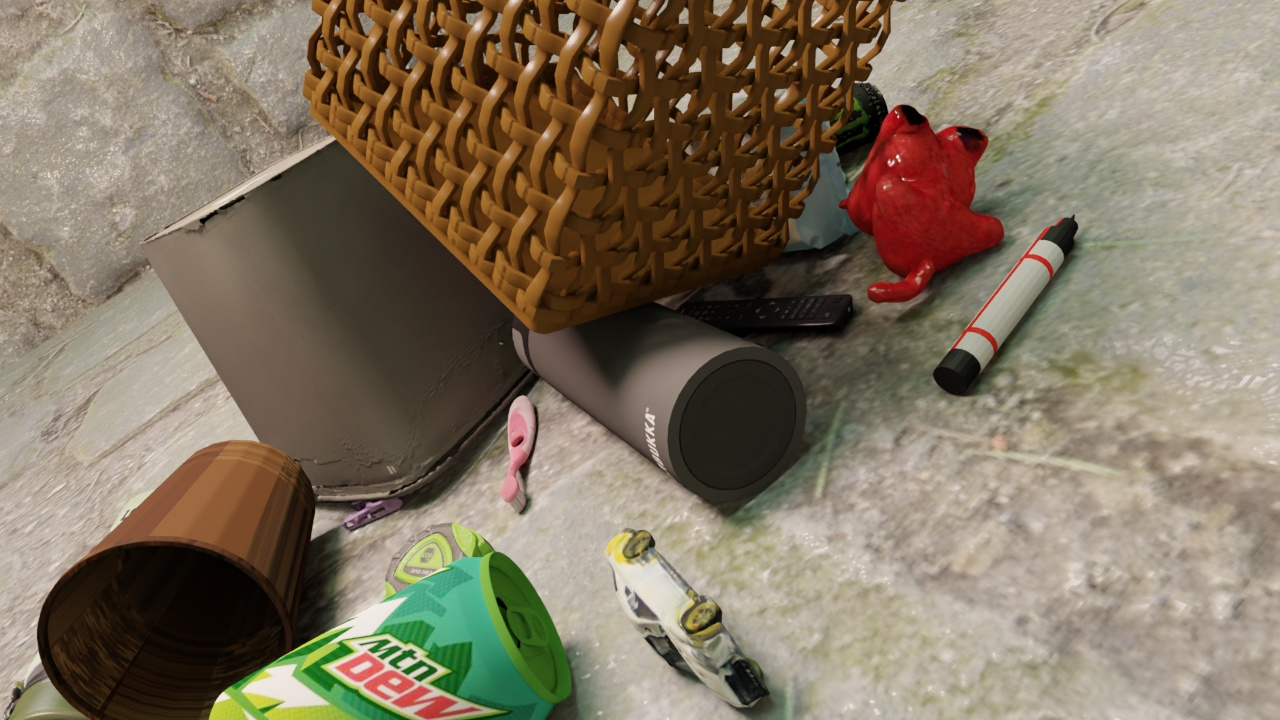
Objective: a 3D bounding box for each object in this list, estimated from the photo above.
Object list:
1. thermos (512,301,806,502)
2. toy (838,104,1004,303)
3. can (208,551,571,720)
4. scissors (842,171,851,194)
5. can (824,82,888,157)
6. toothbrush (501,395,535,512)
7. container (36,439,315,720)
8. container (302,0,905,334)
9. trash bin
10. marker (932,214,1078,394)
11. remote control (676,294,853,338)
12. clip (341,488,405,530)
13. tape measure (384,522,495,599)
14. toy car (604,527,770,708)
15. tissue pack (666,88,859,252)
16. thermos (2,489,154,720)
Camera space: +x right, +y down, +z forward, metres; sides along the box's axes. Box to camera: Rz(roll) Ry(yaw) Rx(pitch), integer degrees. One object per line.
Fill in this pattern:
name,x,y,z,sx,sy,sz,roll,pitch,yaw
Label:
thermos,-0.003,0.003,0.563,0.082,0.082,0.240,-38,28,-13
toy,0.167,-0.080,0.575,0.094,0.088,0.132,132,158,-60
can,-0.111,0.153,0.417,0.144,0.083,0.083,-30,27,3
scissors,0.153,-0.125,0.702,0.066,0.015,0.135,-34,29,-12
can,0.133,-0.182,0.754,0.137,0.054,0.054,-26,26,-8
toothbrush,-0.083,0.060,0.625,0.022,0.016,0.134,-26,25,9
container,-0.274,0.131,0.586,0.132,0.132,0.167,-30,21,2
container,-0.029,-0.192,0.538,0.219,0.215,0.251,-20,54,-43
trash bin,-0.225,-0.040,0.692,0.198,0.220,0.196,-8,31,39
marker,0.201,-0.036,0.491,0.145,0.019,0.019,-45,30,-25
remote control,0.076,-0.027,0.608,0.137,0.015,0.032,0,40,42
clip,-0.193,0.103,0.665,0.052,0.014,0.041,-34,26,1
tape measure,-0.112,0.125,0.523,0.066,0.036,0.058,-4,47,37
toy car,0.015,0.112,0.398,0.033,0.048,0.105,-36,27,-12
tissue pack,0.068,-0.136,0.691,0.182,0.112,0.069,1,33,46
thermos,-0.357,0.182,0.624,0.082,0.082,0.231,-29,27,4
